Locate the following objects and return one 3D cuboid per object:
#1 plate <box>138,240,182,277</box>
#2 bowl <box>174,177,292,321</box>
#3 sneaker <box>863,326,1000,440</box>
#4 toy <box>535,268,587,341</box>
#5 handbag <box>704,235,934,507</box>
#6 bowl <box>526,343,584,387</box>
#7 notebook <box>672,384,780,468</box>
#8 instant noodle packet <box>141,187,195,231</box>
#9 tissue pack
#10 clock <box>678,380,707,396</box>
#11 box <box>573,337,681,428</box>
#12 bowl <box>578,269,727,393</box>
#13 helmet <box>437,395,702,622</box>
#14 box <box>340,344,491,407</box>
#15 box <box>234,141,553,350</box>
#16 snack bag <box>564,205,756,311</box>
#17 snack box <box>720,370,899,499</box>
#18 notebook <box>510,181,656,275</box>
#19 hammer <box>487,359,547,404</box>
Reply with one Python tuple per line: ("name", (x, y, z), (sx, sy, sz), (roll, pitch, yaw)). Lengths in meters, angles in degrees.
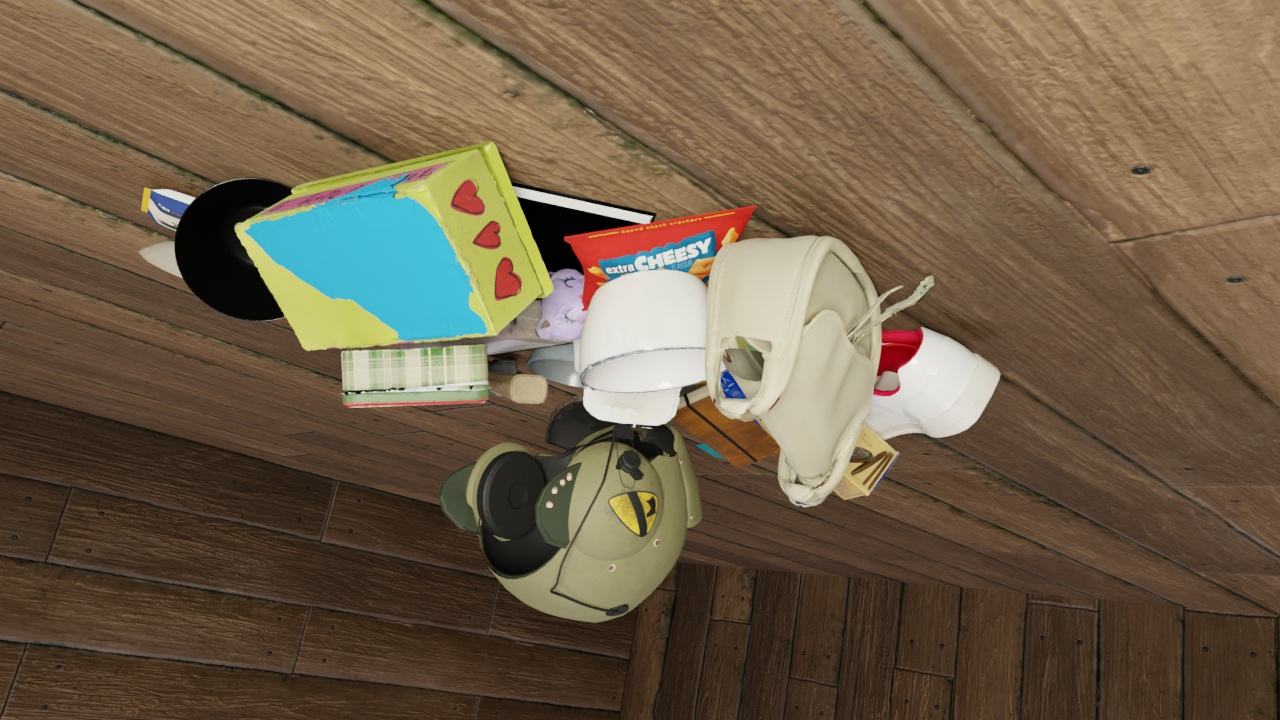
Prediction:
("plate", (-0.378, -0.085, 0.887), (0.189, 0.027, 0.188), (20, -176, -2))
("bowl", (-0.329, -0.100, 0.787), (0.124, 0.124, 0.052), (19, -166, -28))
("sneaker", (0.213, 0.017, 0.857), (0.104, 0.090, 0.237), (36, 165, -12))
("toy", (-0.038, -0.037, 0.773), (0.099, 0.080, 0.036), (5, 162, -6))
("handbag", (0.135, -0.003, 0.663), (0.132, 0.183, 0.229), (-2, 153, 26))
("bowl", (-0.070, -0.003, 1.016), (0.106, 0.039, 0.106), (10, 163, 3))
("notebook", (0.138, 0.061, 1.010), (0.179, 0.014, 0.249), (-25, 152, 15))
("instant noodle packet", (-0.380, -0.122, 0.835), (0.134, 0.026, 0.087), (19, 166, -27))
("tissue pack", (-0.160, -0.041, 0.926), (0.182, 0.071, 0.103), (-2, 175, 42))
("clock", (0.072, 0.033, 1.032), (0.113, 0.052, 0.152), (11, 160, -2))
("box", (-0.006, 0.010, 0.837), (0.110, 0.130, 0.103), (-3, 166, -9))
("bowl", (0.009, -0.022, 0.677), (0.116, 0.065, 0.116), (-6, 164, -2))
("helmet", (-0.055, 0.135, 0.946), (0.232, 0.255, 0.251), (28, 158, -36))
("box", (-0.191, 0.013, 0.794), (0.117, 0.050, 0.206), (-4, 180, -14))
("box", (-0.184, -0.079, 0.684), (0.221, 0.082, 0.124), (-5, 120, 35))
("snack bag", (0.014, -0.075, 0.688), (0.131, 0.039, 0.144), (-10, 163, -2))
("snack box", (0.139, 0.043, 0.855), (0.207, 0.057, 0.056), (41, 162, -1))
("notebook", (-0.078, -0.092, 0.772), (0.149, 0.016, 0.207), (11, 163, -6))
("hammer", (-0.162, 0.022, 0.993), (0.117, 0.051, 0.323), (5, 180, -22))
